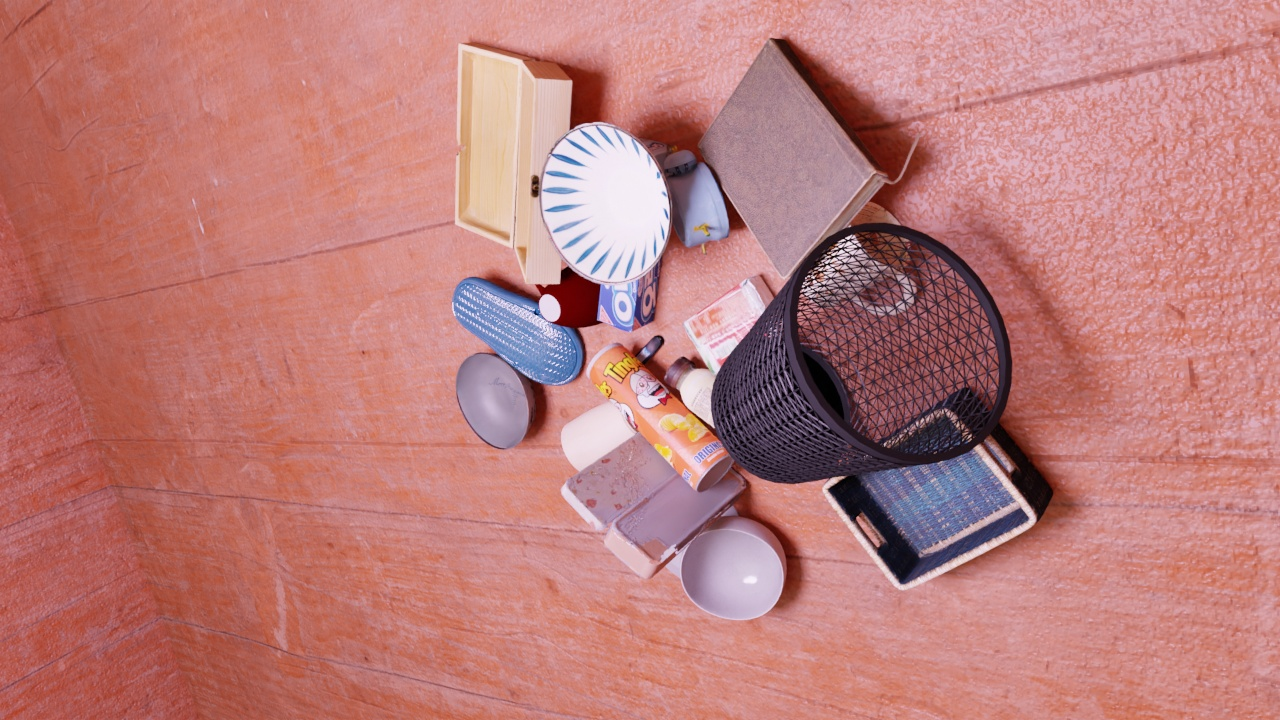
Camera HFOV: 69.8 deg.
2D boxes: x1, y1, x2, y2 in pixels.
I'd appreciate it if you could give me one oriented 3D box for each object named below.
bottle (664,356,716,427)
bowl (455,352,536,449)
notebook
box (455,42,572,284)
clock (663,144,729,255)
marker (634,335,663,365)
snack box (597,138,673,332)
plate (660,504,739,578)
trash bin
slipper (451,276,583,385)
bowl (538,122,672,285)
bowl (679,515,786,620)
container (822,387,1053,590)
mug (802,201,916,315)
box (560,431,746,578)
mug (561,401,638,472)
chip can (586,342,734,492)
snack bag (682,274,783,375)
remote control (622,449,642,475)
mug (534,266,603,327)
[{"bbox_3d":[0.101,0.056,1.105,0.162,0.056,0.057,38,127,21],"label":"bottle"},{"bbox_3d":[-0.200,0.052,1.343,0.151,0.056,0.151,15,116,33],"label":"bowl"},{"bbox_3d":[0.157,-0.216,0.916,0.191,0.034,0.215,-51,52,38],"label":"notebook"},{"bbox_3d":[-0.160,-0.256,1.171,0.261,0.096,0.248,34,127,43],"label":"box"},{"bbox_3d":[0.056,-0.183,1.022,0.089,0.051,0.124,84,165,-76],"label":"clock"},{"bbox_3d":[-0.007,0.007,1.200,0.018,0.015,0.123,55,129,15],"label":"marker"},{"bbox_3d":[-0.007,-0.149,1.107,0.059,0.059,0.227,22,121,26],"label":"snack box"},{"bbox_3d":[0.064,0.233,1.232,0.173,0.019,0.173,16,117,33],"label":"plate"},{"bbox_3d":[0.189,0.018,0.894,0.217,0.216,0.244,57,155,6],"label":"trash bin"},{"bbox_3d":[-0.167,-0.049,1.277,0.214,0.059,0.104,32,116,10],"label":"slipper"},{"bbox_3d":[-0.024,-0.177,1.024,0.177,0.070,0.177,13,114,31],"label":"bowl"},{"bbox_3d":[0.118,0.254,1.157,0.132,0.064,0.132,4,110,12],"label":"bowl"},{"bbox_3d":[0.308,0.136,0.964,0.145,0.071,0.188,53,131,9],"label":"container"},{"bbox_3d":[0.229,-0.091,0.945,0.122,0.080,0.097,36,139,-10],"label":"mug"},{"bbox_3d":[0.019,0.158,1.106,0.148,0.215,0.043,35,128,21],"label":"box"},{"bbox_3d":[-0.038,0.109,1.210,0.105,0.085,0.111,-34,51,31],"label":"mug"},{"bbox_3d":[0.022,0.068,1.134,0.210,0.062,0.062,45,130,25],"label":"chip can"},{"bbox_3d":[0.111,-0.040,1.071,0.116,0.036,0.077,-35,84,42],"label":"snack bag"},{"bbox_3d":[0.005,0.133,1.244,0.125,0.010,0.039,-15,98,41],"label":"remote control"},{"bbox_3d":[-0.098,-0.085,1.184,0.114,0.088,0.087,32,125,24],"label":"mug"}]
